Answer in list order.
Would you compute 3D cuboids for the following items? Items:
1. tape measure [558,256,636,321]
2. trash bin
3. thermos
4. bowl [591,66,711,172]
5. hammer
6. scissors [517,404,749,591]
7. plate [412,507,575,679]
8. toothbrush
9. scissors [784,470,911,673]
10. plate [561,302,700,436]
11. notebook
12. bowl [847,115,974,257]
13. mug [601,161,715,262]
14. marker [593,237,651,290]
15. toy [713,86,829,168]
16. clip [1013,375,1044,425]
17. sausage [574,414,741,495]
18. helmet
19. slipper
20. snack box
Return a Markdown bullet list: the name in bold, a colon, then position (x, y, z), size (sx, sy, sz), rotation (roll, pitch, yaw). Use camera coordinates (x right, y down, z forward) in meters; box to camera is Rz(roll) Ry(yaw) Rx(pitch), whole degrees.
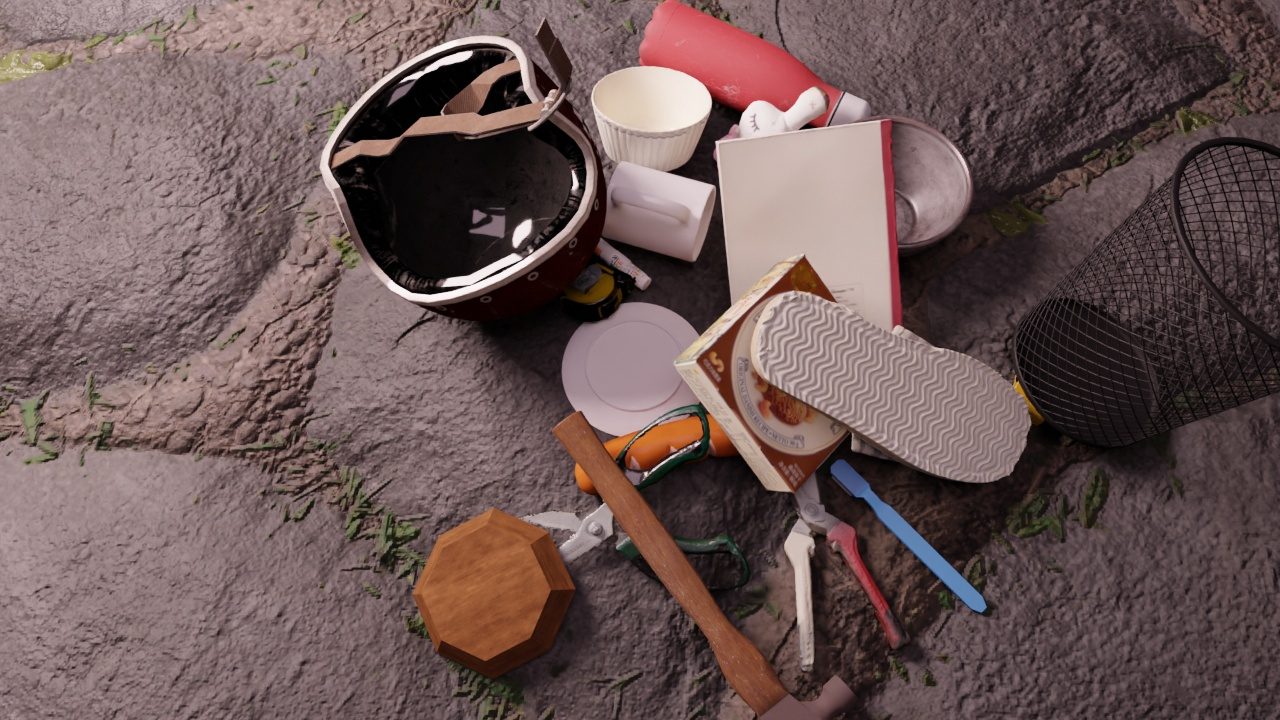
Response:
- **tape measure**: position (-0.046, -0.067, 0.853), size (0.062, 0.034, 0.061), rotation (26, 64, 22)
- **trash bin**: position (0.416, -0.034, 0.716), size (0.184, 0.211, 0.183), rotation (6, 63, -13)
- **thermos**: position (0.117, -0.284, 0.925), size (0.240, 0.073, 0.073), rotation (26, 70, 6)
- **bowl**: position (0.009, -0.230, 0.898), size (0.115, 0.063, 0.115), rotation (2, 48, -2)
- **hammer**: position (0.034, 0.177, 0.720), size (0.115, 0.033, 0.323), rotation (-35, 81, -8)
- **scissors**: position (0.005, 0.147, 0.759), size (0.206, 0.015, 0.179), rotation (-38, 91, 8)
- **plate**: position (-0.121, 0.188, 0.742), size (0.131, 0.025, 0.131), rotation (-1, 77, 6)
- **toothbrush**: position (0.223, 0.147, 0.771), size (0.016, 0.014, 0.166), rotation (-41, 76, -15)
- **scissors**: position (0.154, 0.166, 0.762), size (0.187, 0.015, 0.179), rotation (28, 70, 14)
- **plate**: position (-0.005, 0.005, 0.837), size (0.134, 0.011, 0.134), rotation (-1, 67, 1)
- **notebook**: position (0.151, -0.095, 0.804), size (0.153, 0.012, 0.209), rotation (-7, 106, 1)
- **bowl**: position (0.231, -0.152, 0.867), size (0.145, 0.067, 0.144), rotation (-1, 67, 1)
- **mug**: position (0.014, -0.139, 0.846), size (0.090, 0.110, 0.074), rotation (17, 95, 9)
- **marker**: position (-0.048, -0.116, 0.887), size (0.145, 0.017, 0.017), rotation (40, 73, 17)
- **toy**: position (0.131, -0.216, 0.899), size (0.123, 0.079, 0.037), rotation (-16, 24, 17)
- **clip**: position (0.340, 0.028, 0.817), size (0.053, 0.037, 0.046), rotation (27, 83, 14)
- **sausage**: position (0.023, 0.076, 0.790), size (0.164, 0.039, 0.044), rotation (-14, 73, -4)
- **helmet**: position (-0.138, -0.158, 0.774), size (0.233, 0.254, 0.233), rotation (-25, 43, 7)
- **slipper**: position (0.206, 0.023, 0.756), size (0.272, 0.054, 0.114), rotation (22, 80, -20)
- **snack box**: position (0.123, 0.011, 0.770), size (0.146, 0.041, 0.143), rotation (-43, 104, -23)
